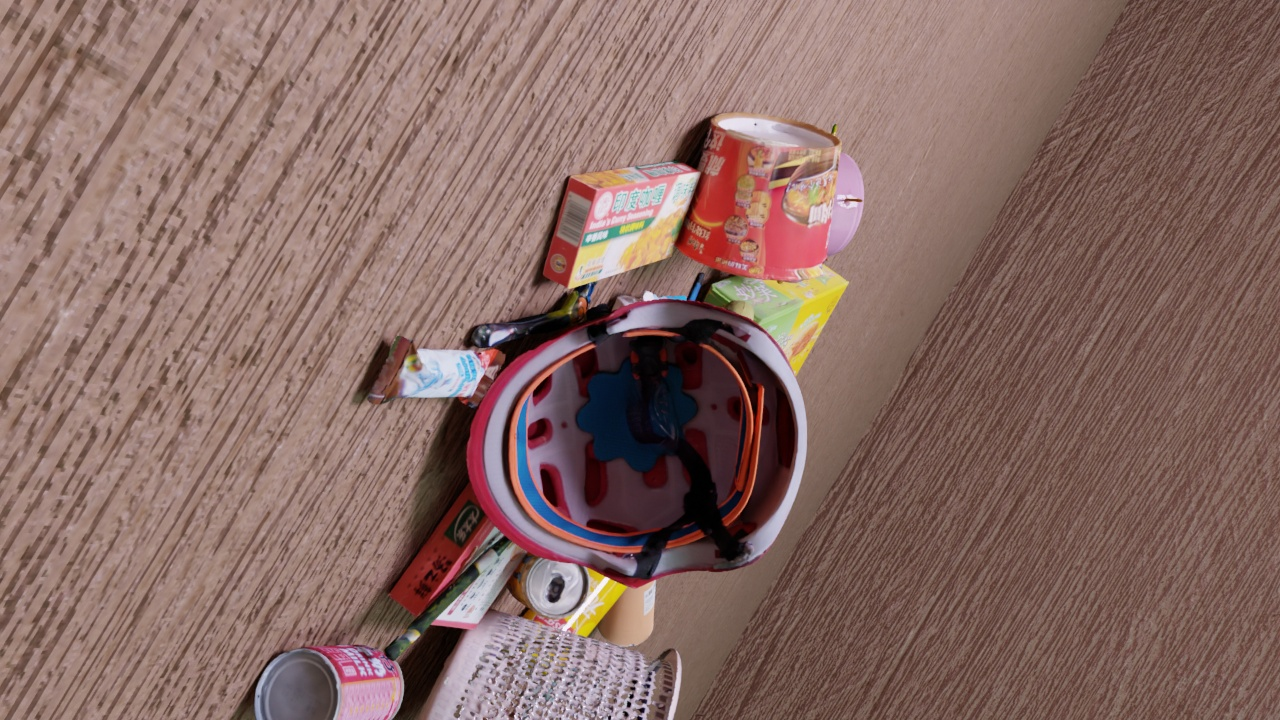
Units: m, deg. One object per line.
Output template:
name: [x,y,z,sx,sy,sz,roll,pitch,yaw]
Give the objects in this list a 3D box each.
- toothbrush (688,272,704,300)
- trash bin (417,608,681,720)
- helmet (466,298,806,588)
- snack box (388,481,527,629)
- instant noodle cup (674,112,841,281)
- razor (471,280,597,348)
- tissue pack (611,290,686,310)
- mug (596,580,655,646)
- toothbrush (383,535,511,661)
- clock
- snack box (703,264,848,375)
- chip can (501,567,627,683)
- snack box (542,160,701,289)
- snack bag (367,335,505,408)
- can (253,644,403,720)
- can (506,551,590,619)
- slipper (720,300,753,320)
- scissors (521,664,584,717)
toothbrush: [0.032,-0.005,0.953,0.014,0.016,0.190,-26,141,-63]
trash bin: [-0.096,0.329,0.825,0.227,0.192,0.227,-163,-82,-88]
helmet: [0.000,0.052,0.699,0.143,0.240,0.207,-79,163,-78]
snack box: [-0.140,0.157,0.744,0.113,0.044,0.127,-55,160,-9]
instant noodle cup: [0.101,-0.141,0.768,0.137,0.138,0.109,-30,136,-52]
razor: [-0.072,-0.029,0.671,0.142,0.022,0.043,-24,139,-56]
tissue pack: [-0.005,0.005,0.812,0.089,0.063,0.140,-1,119,-63]
mug: [-0.015,0.307,1.206,0.078,0.078,0.123,-39,148,-43]
toothbrush: [-0.122,0.154,0.694,0.185,0.012,0.017,-43,150,-34]
clock: [0.152,-0.143,0.893,0.059,0.117,0.159,1,151,-27]
snack box: [0.129,-0.025,1.027,0.209,0.070,0.158,-23,145,-49]
chip can: [-0.062,0.258,1.029,0.212,0.072,0.072,-46,156,-33]
snack box: [-0.011,-0.106,0.694,0.155,0.027,0.077,-26,141,-55]
snack bag: [-0.128,0.009,0.586,0.048,0.026,0.104,-61,158,8]
can: [-0.216,0.236,0.648,0.066,0.066,0.094,-57,159,-5]
can: [-0.086,0.197,0.826,0.058,0.058,0.146,-52,-175,-17]
slipper: [0.036,0.006,0.897,0.191,0.081,0.091,-54,-174,32]
scissors: [-0.098,0.396,1.216,0.179,0.019,0.170,-60,158,7]
